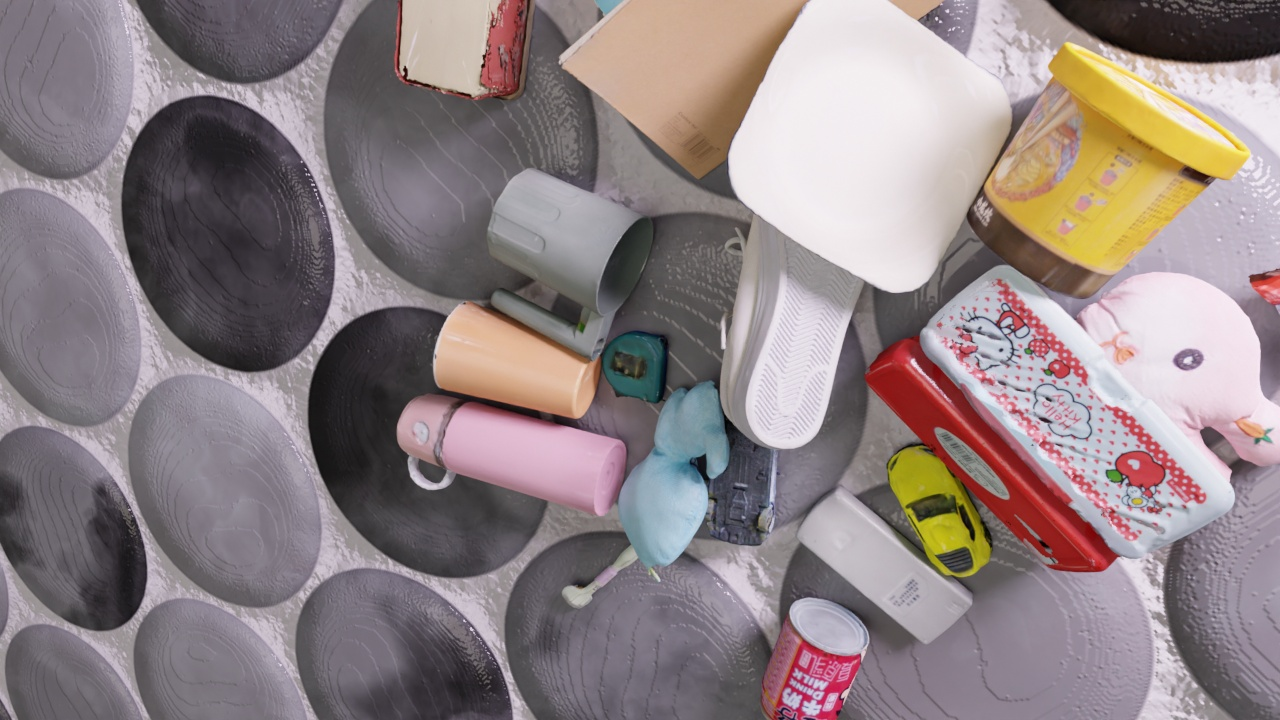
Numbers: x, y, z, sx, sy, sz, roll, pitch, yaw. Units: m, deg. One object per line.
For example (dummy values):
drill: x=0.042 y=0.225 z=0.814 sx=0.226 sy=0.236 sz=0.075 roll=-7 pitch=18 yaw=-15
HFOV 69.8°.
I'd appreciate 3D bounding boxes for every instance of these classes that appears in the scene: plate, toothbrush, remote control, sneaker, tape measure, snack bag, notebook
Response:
plate: x=0.145 y=-0.141 z=0.595 sx=0.164 sy=0.034 sz=0.163 roll=30 pitch=87 yaw=-13
toothbrush: x=-0.002 y=0.160 z=0.798 sx=0.029 sy=0.020 sz=0.190 roll=33 pitch=119 yaw=-23
remote control: x=0.188 y=0.158 z=0.714 sx=0.135 sy=0.019 sz=0.056 roll=39 pitch=117 yaw=8
sneaker: x=0.107 y=-0.060 z=0.657 sx=0.089 sy=0.091 sz=0.242 roll=10 pitch=92 yaw=-14
tape measure: x=-0.004 y=0.004 z=0.747 sx=0.054 sy=0.025 sz=0.058 roll=11 pitch=109 yaw=19
snack bag: x=0.418 y=-0.016 z=0.558 sx=0.048 sy=0.026 sz=0.104 roll=-26 pitch=94 yaw=39
notebook: x=0.074 y=-0.216 z=0.598 sx=0.212 sy=0.149 sz=0.012 roll=-32 pitch=47 yaw=28

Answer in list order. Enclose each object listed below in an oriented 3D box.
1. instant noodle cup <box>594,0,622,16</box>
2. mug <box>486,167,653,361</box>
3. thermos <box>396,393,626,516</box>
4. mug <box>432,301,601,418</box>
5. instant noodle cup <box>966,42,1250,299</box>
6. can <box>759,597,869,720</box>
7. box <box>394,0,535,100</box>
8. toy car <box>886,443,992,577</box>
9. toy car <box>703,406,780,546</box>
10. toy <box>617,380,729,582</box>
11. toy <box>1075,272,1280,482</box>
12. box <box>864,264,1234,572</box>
instant noodle cup: x=0.029 y=-0.274 z=0.610 sx=0.111 sy=0.111 sz=0.121 roll=46 pitch=126 yaw=5
mug: x=-0.061 y=-0.075 z=0.714 sx=0.103 sy=0.083 sz=0.124 roll=28 pitch=113 yaw=16
thermos: x=-0.116 y=0.087 z=0.795 sx=0.199 sy=0.067 sz=0.087 roll=12 pitch=95 yaw=18
mug: x=-0.099 y=0.004 z=0.763 sx=0.123 sy=0.078 sz=0.078 roll=17 pitch=112 yaw=13
instant noodle cup: x=0.269 y=-0.109 z=0.549 sx=0.118 sy=0.118 sz=0.115 roll=35 pitch=124 yaw=10
can: x=0.137 y=0.248 z=0.737 sx=0.066 sy=0.066 sz=0.094 roll=22 pitch=113 yaw=16
box: x=-0.130 y=-0.284 z=0.683 sx=0.091 sy=0.077 sz=0.168 roll=18 pitch=113 yaw=18
toy car: x=0.220 y=0.112 z=0.680 sx=0.048 sy=0.032 sz=0.105 roll=-27 pitch=92 yaw=28
toy car: x=0.082 y=0.088 z=0.731 sx=0.054 sy=0.036 sz=0.120 roll=6 pitch=98 yaw=24
toy: x=0.024 y=0.098 z=0.729 sx=0.162 sy=0.049 sz=0.156 roll=-16 pitch=64 yaw=63
toy: x=0.344 y=0.021 z=0.589 sx=0.159 sy=0.054 sz=0.122 roll=44 pitch=119 yaw=-3
box: x=0.253 y=0.049 z=0.600 sx=0.201 sy=0.064 sz=0.160 roll=47 pitch=147 yaw=5
